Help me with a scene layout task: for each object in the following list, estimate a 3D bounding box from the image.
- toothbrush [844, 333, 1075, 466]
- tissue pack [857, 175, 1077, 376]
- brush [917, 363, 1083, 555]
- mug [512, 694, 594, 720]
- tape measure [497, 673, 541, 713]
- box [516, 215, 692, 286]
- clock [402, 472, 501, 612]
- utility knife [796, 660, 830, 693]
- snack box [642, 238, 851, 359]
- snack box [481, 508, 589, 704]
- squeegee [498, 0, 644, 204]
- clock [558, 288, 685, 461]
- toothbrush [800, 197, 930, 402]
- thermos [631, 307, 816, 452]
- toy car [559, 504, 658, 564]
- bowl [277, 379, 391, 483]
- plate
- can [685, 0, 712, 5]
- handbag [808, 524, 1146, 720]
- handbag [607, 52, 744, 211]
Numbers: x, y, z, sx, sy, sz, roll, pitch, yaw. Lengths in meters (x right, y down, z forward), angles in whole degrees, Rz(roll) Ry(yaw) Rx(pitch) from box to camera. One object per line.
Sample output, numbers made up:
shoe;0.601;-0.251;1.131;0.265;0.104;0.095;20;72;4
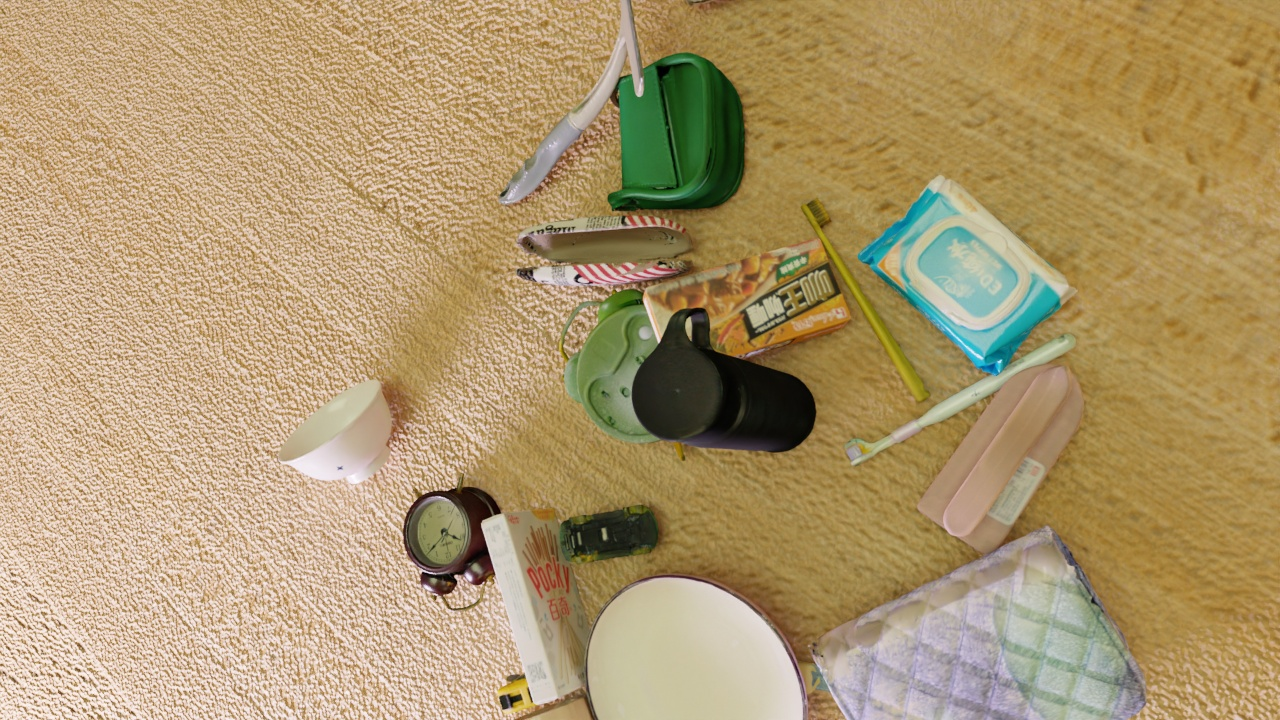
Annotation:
toothbrush;0.244;0.030;0.707;0.190;0.029;0.020;-31;116;16
tissue pack;0.245;-0.064;0.691;0.090;0.063;0.140;-47;70;12
brush;0.267;0.066;0.665;0.063;0.073;0.146;35;97;23
mug;-0.078;0.354;0.786;0.125;0.084;0.103;-34;69;44
tape measure;-0.097;0.286;0.804;0.057;0.060;0.029;-25;77;24
box;-0.032;-0.104;0.814;0.164;0.074;0.077;-2;91;24
clock;-0.171;0.170;0.848;0.082;0.055;0.122;-19;75;19
utility knife;0.087;0.250;0.757;0.178;0.019;0.031;3;92;19
snack box;0.085;-0.042;0.741;0.153;0.026;0.075;-17;76;-9
snack box;-0.084;0.207;0.792;0.027;0.084;0.156;-23;76;20
squeegee;-0.058;-0.221;0.817;0.247;0.039;0.246;-48;35;38
clock;-0.005;0.005;0.794;0.161;0.056;0.116;34;98;22
toothbrush;0.182;-0.051;0.743;0.017;0.015;0.190;-30;74;11
thermos;0.069;0.020;0.660;0.068;0.242;0.090;1;84;22
toy car;-0.026;0.151;0.799;0.091;0.036;0.043;-13;79;22
bowl;-0.283;0.080;0.892;0.118;0.118;0.065;-25;114;19
plate;0.046;0.261;0.743;0.193;0.039;0.192;4;98;26
can;0.097;-0.351;0.787;0.133;0.053;0.053;-12;80;21
handbag;0.238;0.216;0.652;0.194;0.075;0.134;-31;97;16
handbag;0.026;-0.195;0.801;0.120;0.068;0.131;-3;85;31
